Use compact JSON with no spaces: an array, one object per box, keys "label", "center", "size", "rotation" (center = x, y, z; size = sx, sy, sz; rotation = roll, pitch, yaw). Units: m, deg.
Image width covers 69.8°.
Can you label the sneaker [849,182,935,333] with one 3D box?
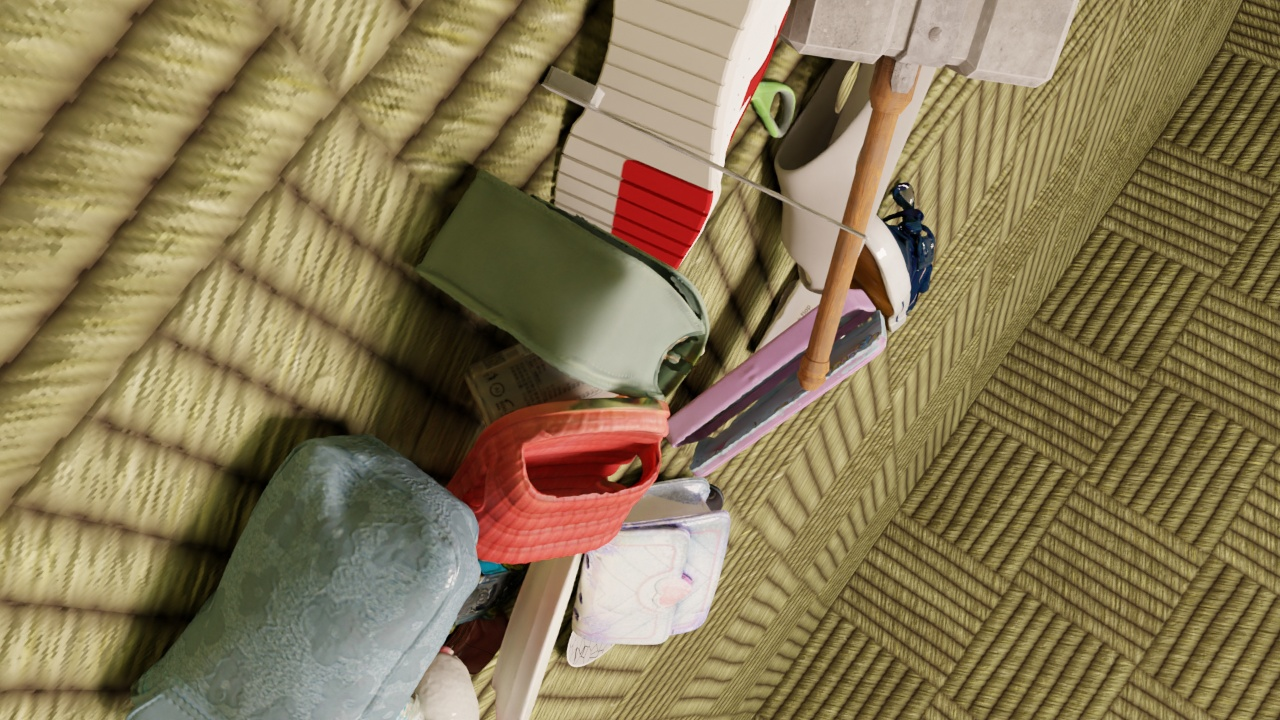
[{"label":"sneaker","center":[0.256,-0.119,0.919],"size":[0.127,0.120,0.294],"rotation":[-46,160,8]}]

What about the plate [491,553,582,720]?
[{"label":"plate","center":[-0.082,0.207,0.726],"size":[0.182,0.034,0.182],"rotation":[25,82,-88]}]

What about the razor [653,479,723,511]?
[{"label":"razor","center":[0.031,0.138,0.897],"size":[0.140,0.064,0.053],"rotation":[21,103,-50]}]

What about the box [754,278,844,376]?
[{"label":"box","center":[0.157,-0.043,0.915],"size":[0.107,0.091,0.102],"rotation":[-57,164,13]}]

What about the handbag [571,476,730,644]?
[{"label":"handbag","center":[0.008,0.189,0.833],"size":[0.126,0.069,0.159],"rotation":[-7,129,-23]}]

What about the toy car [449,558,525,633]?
[{"label":"toy car","center":[-0.121,0.163,0.660],"size":[0.048,0.032,0.105],"rotation":[-59,161,7]}]

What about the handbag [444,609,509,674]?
[{"label":"handbag","center":[-0.143,0.204,0.686],"size":[0.055,0.029,0.119],"rotation":[-55,151,-7]}]

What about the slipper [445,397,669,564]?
[{"label":"slipper","center":[-0.057,0.083,0.514],"size":[0.103,0.059,0.250],"rotation":[-1,156,-30]}]

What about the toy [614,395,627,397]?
[{"label":"toy","center":[-0.004,0.004,0.645],"size":[0.094,0.065,0.128],"rotation":[-38,157,-15]}]

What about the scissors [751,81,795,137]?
[{"label":"scissors","center":[0.069,-0.181,0.606],"size":[0.172,0.021,0.171],"rotation":[-57,151,6]}]

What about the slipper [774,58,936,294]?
[{"label":"slipper","center":[0.146,-0.171,0.691],"size":[0.112,0.080,0.267],"rotation":[-94,-165,-45]}]

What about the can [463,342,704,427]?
[{"label":"can","center":[-0.033,0.001,0.544],"size":[0.135,0.054,0.054],"rotation":[-25,148,-11]}]

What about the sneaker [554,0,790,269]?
[{"label":"sneaker","center":[0.026,-0.148,0.499],"size":[0.104,0.090,0.237],"rotation":[-43,154,-50]}]

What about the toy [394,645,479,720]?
[{"label":"toy","center":[-0.168,0.236,0.619],"size":[0.205,0.131,0.105],"rotation":[63,41,-51]}]

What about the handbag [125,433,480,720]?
[{"label":"handbag","center":[-0.160,0.133,0.467],"size":[0.192,0.122,0.118],"rotation":[-59,172,3]}]

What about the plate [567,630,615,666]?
[{"label":"plate","center":[-0.017,0.237,0.962],"size":[0.188,0.016,0.189],"rotation":[-42,152,-29]}]

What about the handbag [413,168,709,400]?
[{"label":"handbag","center":[-0.036,-0.038,0.464],"size":[0.067,0.122,0.106],"rotation":[-59,153,2]}]

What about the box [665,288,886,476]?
[{"label":"box","center":[0.117,0.019,0.802],"size":[0.215,0.065,0.077],"rotation":[-39,177,25]}]

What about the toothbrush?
[{"label":"toothbrush","center":[0.028,-0.099,0.429],"size":[0.010,0.181,0.010],"rotation":[-62,160,6]}]

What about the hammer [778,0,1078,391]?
[{"label":"hammer","center":[0.147,-0.118,0.597],"size":[0.082,0.162,0.318],"rotation":[-102,-161,-60]}]
